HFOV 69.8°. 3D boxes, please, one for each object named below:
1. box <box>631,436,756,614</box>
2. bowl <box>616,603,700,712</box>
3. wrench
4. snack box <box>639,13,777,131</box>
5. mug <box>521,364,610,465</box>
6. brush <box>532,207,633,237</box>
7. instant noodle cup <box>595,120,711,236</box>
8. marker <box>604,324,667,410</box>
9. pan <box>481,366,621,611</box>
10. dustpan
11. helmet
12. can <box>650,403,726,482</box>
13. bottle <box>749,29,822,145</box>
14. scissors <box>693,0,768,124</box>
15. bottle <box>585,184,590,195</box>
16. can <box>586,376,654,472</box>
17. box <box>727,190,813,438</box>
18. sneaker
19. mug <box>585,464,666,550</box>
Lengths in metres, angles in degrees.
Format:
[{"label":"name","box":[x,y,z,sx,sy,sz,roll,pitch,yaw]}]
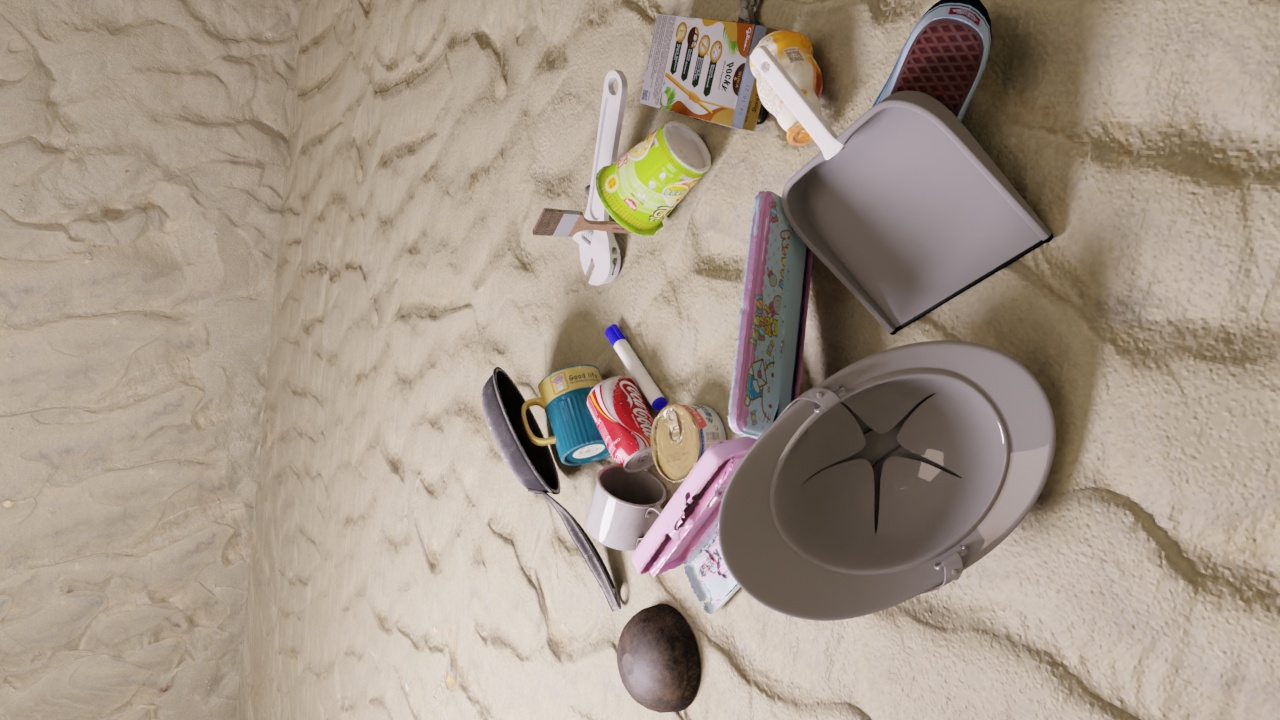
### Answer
[{"label":"box","box":[0.081,0.179,0.946,0.102,0.086,0.202,51,129,27]},{"label":"bowl","box":[0.009,0.344,1.052,0.121,0.056,0.121,-4,85,55]},{"label":"wrench","box":[-0.042,-0.218,1.136,0.087,0.018,0.274,42,134,38]},{"label":"snack box","box":[0.069,-0.317,0.999,0.186,0.031,0.101,35,119,52]},{"label":"mug","box":[-0.092,0.074,1.165,0.083,0.113,0.107,107,148,-65]},{"label":"brush","box":[-0.055,-0.162,1.095,0.045,0.143,0.008,-53,46,51]},{"label":"instant noodle cup","box":[0.019,-0.212,1.043,0.108,0.098,0.098,-38,58,39]},{"label":"marker","box":[-0.007,0.007,1.125,0.141,0.020,0.020,56,132,40]},{"label":"pan","box":[-0.120,0.167,1.197,0.356,0.055,0.187,64,-178,19]},{"label":"dustpan","box":[0.179,-0.152,0.739,0.257,0.033,0.164,51,138,0]},{"label":"helmet","box":[0.188,0.085,0.742,0.271,0.117,0.183,-37,94,14]},{"label":"can","box":[0.052,0.091,1.015,0.086,0.043,0.086,-4,85,55]},{"label":"bottle","box":[0.145,-0.261,0.883,0.063,0.063,0.108,-37,59,48]},{"label":"scissors","box":[0.119,-0.340,0.965,0.146,0.015,0.210,49,128,48]},{"label":"bottle","box":[-0.037,-0.225,1.169,0.113,0.030,0.030,1,89,55]},{"label":"can","box":[-0.017,0.076,1.092,0.064,0.064,0.104,-54,52,39]},{"label":"box","box":[0.125,-0.031,0.824,0.049,0.149,0.214,3,81,25]},{"label":"sneaker","box":[0.227,-0.193,0.777,0.083,0.098,0.242,27,134,7]},{"label":"mug","box":[-0.010,0.179,1.068,0.113,0.084,0.071,40,123,43]}]
